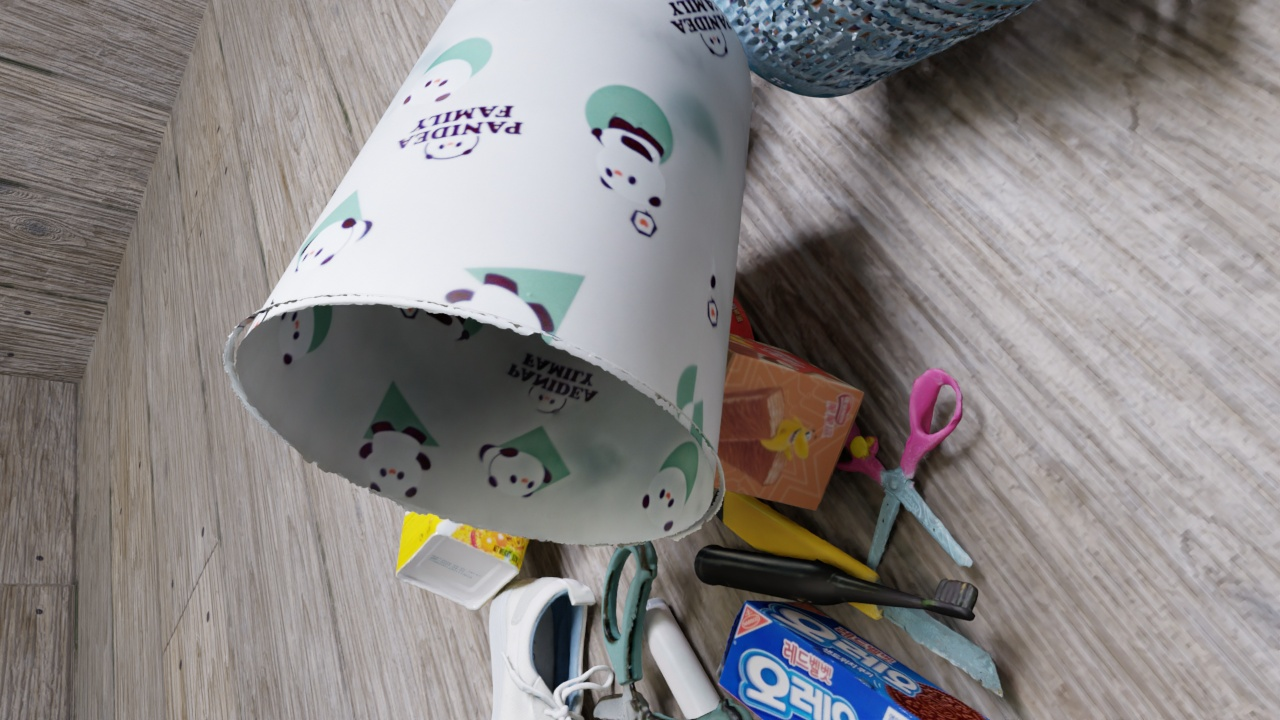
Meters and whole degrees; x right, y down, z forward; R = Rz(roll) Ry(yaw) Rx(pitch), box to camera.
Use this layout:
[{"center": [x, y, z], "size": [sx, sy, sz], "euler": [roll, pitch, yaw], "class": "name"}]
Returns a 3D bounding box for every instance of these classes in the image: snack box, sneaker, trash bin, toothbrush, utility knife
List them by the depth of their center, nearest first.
[{"center": [0.129, 0.192, 0.468], "size": [0.208, 0.058, 0.057], "euler": [23, 99, 51], "class": "snack box"}, {"center": [0.131, -0.246, 0.470], "size": [0.196, 0.226, 0.226], "euler": [-25, 61, 61], "class": "trash bin"}, {"center": [-0.051, -0.063, 0.479], "size": [0.230, 0.229, 0.251], "euler": [-24, 44, 46], "class": "trash bin"}, {"center": [0.100, 0.124, 0.514], "size": [0.213, 0.026, 0.027], "euler": [-11, 47, 59], "class": "toothbrush"}, {"center": [0.114, 0.123, 0.531], "size": [0.231, 0.015, 0.033], "euler": [27, 125, 52], "class": "utility knife"}, {"center": [0.060, 0.029, 0.550], "size": [0.093, 0.094, 0.077], "euler": [37, 109, 63], "class": "snack box"}, {"center": [0.053, 0.242, 0.575], "size": [0.026, 0.027, 0.221], "euler": [-40, 48, 6], "class": "toothbrush"}, {"center": [-0.068, 0.280, 0.674], "size": [0.091, 0.089, 0.241], "euler": [-20, 59, 42], "class": "sneaker"}]

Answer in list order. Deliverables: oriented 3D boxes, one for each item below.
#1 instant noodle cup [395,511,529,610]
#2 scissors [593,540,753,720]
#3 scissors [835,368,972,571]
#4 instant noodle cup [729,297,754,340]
[{"center": [-0.137, 0.123, 0.745], "size": [0.116, 0.116, 0.123], "euler": [-45, 25, 35], "class": "instant noodle cup"}, {"center": [0.016, 0.200, 0.592], "size": [0.170, 0.019, 0.174], "euler": [-7, 80, 53], "class": "scissors"}, {"center": [0.144, 0.061, 0.511], "size": [0.133, 0.017, 0.136], "euler": [55, 131, 46], "class": "scissors"}, {"center": [-0.004, 0.004, 0.638], "size": [0.138, 0.108, 0.137], "euler": [-16, 69, 48], "class": "instant noodle cup"}]
